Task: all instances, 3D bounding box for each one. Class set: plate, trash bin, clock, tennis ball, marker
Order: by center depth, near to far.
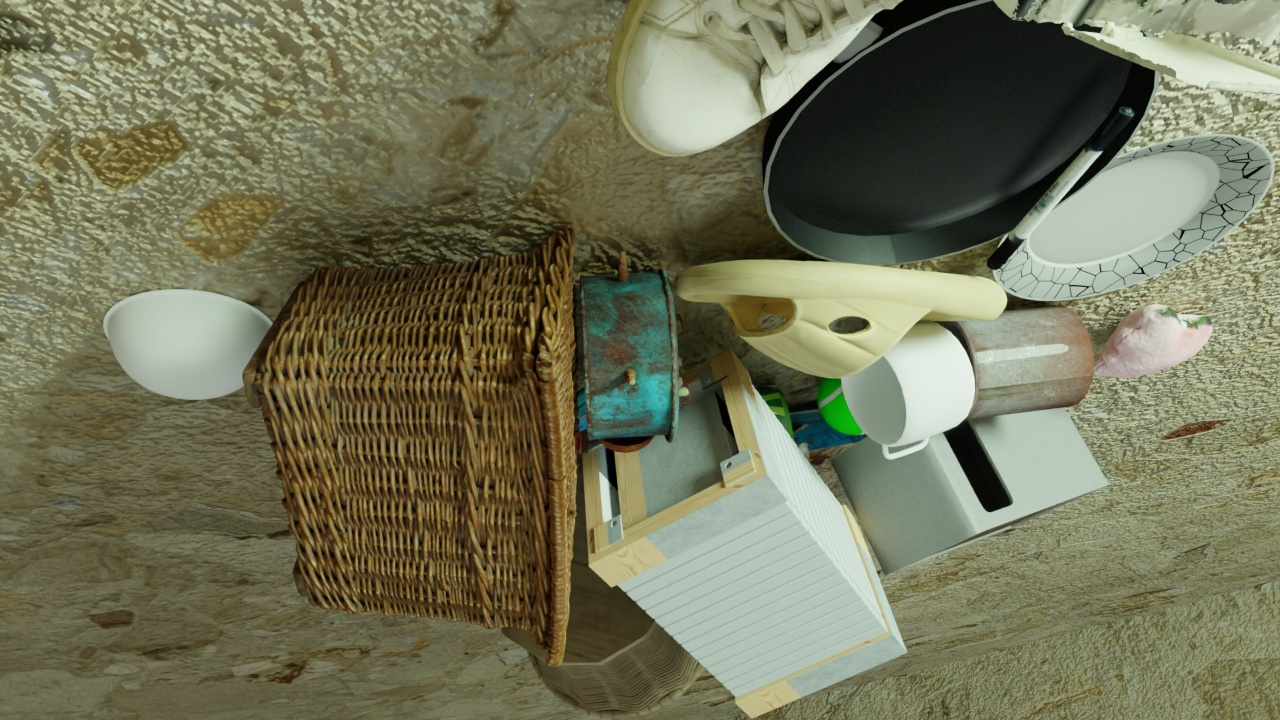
[{"bbox_3d":[0.260,-0.103,0.581,0.011,0.011,0.152,-2,150,-14],"label":"marker"},{"bbox_3d":[-0.004,0.004,0.652,0.073,0.121,0.158,-3,157,-4],"label":"clock"},{"bbox_3d":[0.349,-0.103,0.665,0.188,0.016,0.189,-7,151,-4],"label":"plate"},{"bbox_3d":[0.082,0.146,0.742,0.143,0.142,0.247,-29,124,15],"label":"trash bin"},{"bbox_3d":[0.190,0.033,0.813,0.065,0.065,0.065,-7,151,-4],"label":"tennis ball"},{"bbox_3d":[0.314,0.107,0.872,0.228,0.114,0.115,-7,155,-37],"label":"trash bin"}]

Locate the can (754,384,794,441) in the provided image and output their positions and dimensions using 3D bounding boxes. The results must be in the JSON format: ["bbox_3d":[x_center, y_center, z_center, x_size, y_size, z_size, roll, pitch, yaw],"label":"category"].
[{"bbox_3d":[0.061,0.073,0.829,0.144,0.083,0.083,-10,151,1],"label":"can"}]

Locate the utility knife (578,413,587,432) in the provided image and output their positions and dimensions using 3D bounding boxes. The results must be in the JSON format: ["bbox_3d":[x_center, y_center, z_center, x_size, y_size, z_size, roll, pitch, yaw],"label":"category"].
[{"bbox_3d":[-0.084,0.073,0.859,0.196,0.015,0.031,-32,149,33],"label":"utility knife"}]

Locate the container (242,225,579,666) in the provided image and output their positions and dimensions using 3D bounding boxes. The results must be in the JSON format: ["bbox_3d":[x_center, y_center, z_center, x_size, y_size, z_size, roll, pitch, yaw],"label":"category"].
[{"bbox_3d":[-0.134,0.056,0.599,0.183,0.162,0.250,1,124,-1],"label":"container"}]

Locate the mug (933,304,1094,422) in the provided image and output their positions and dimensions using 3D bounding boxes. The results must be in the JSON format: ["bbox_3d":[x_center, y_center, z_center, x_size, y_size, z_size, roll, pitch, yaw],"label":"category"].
[{"bbox_3d":[0.303,0.002,0.782,0.110,0.096,0.123,-1,-178,-7],"label":"mug"}]

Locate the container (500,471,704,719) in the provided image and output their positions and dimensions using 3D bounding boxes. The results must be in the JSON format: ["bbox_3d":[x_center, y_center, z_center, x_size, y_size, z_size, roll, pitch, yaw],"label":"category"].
[{"bbox_3d":[-0.041,0.236,0.946,0.227,0.226,0.196,-12,150,5],"label":"container"}]

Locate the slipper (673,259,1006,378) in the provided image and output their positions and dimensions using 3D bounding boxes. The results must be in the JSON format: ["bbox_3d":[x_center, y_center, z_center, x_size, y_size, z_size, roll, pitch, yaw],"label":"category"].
[{"bbox_3d":[0.149,-0.027,0.646,0.261,0.079,0.111,1,179,-26],"label":"slipper"}]

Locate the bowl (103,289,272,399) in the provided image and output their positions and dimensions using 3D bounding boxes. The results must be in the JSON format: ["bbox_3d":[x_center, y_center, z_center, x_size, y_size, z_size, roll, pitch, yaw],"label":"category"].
[{"bbox_3d":[-0.309,-0.001,0.631,0.110,0.040,0.110,-7,151,-4],"label":"bowl"}]

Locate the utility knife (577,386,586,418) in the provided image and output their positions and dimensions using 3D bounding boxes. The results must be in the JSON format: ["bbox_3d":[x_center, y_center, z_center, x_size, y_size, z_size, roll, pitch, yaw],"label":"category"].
[{"bbox_3d":[-0.040,0.030,0.728,0.117,0.015,0.022,-39,118,-23],"label":"utility knife"}]

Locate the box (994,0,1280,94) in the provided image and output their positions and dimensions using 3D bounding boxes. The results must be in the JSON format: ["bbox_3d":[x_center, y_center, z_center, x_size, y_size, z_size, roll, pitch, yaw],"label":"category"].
[{"bbox_3d":[0.220,-0.160,0.370,0.145,0.185,0.066,-3,124,-18],"label":"box"}]

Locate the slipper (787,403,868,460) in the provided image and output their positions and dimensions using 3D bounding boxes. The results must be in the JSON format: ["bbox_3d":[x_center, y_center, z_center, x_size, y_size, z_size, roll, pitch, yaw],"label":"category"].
[{"bbox_3d":[0.119,0.097,0.916,0.295,0.060,0.118,-13,148,7],"label":"slipper"}]

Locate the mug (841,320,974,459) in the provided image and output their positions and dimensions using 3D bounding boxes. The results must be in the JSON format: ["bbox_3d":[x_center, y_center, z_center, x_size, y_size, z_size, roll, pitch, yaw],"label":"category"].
[{"bbox_3d":[0.216,0.027,0.742,0.068,0.094,0.116,-17,118,-18],"label":"mug"}]

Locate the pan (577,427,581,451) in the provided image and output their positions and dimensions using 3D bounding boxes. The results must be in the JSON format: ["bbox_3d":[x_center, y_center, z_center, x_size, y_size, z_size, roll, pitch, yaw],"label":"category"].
[{"bbox_3d":[-0.174,0.104,0.833,0.208,0.067,0.357,0,150,-17],"label":"pan"}]

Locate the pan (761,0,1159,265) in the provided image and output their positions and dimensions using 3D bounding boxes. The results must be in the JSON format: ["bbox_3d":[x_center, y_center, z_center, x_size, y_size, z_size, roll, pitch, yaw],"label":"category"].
[{"bbox_3d":[0.140,-0.151,0.499,0.226,0.034,0.356,-29,145,32],"label":"pan"}]

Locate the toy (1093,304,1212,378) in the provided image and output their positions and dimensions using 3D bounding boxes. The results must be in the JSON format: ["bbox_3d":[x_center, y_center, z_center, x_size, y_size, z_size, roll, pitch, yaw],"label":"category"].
[{"bbox_3d":[0.453,-0.014,0.820,0.102,0.050,0.093,7,145,-33],"label":"toy"}]

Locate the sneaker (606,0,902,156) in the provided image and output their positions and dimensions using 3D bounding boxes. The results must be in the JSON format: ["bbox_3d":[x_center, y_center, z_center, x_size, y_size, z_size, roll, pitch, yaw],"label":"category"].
[{"bbox_3d":[0.088,-0.159,0.342,0.089,0.102,0.242,26,118,-37],"label":"sneaker"}]
